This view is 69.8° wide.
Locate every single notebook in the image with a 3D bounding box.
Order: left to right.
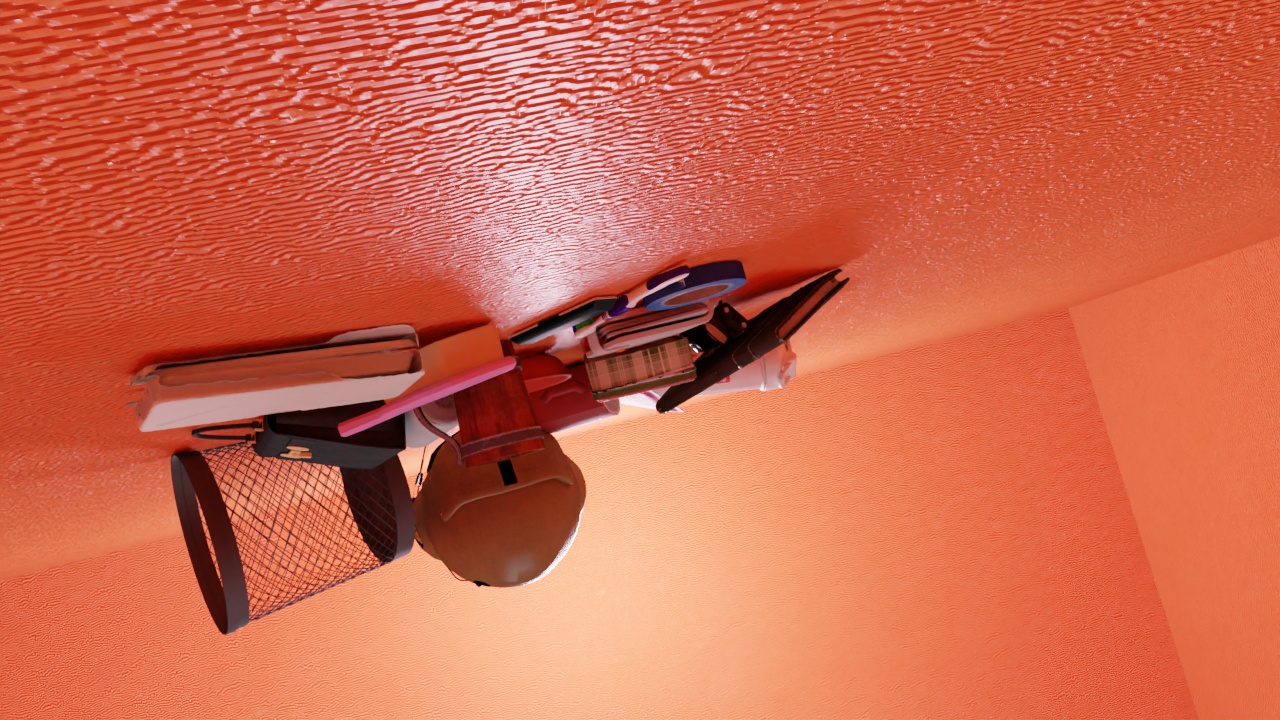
[{"bbox_3d":[0.122,-0.023,1.018,0.210,0.029,0.169,-30,-171,46],"label":"notebook"}]

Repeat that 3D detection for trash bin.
[{"bbox_3d":[-0.423,0.189,1.129,0.226,0.217,0.218,-15,175,-34],"label":"trash bin"}]

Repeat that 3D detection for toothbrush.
[{"bbox_3d":[-0.013,-0.052,0.820,0.015,0.016,0.187,-10,170,-36],"label":"toothbrush"}]

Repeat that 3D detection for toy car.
[{"bbox_3d":[0.079,-0.033,1.020,0.092,0.040,0.037,-28,-153,55],"label":"toy car"}]

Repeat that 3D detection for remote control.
[{"bbox_3d":[-0.073,-0.035,0.844,0.124,0.011,0.028,-20,172,41],"label":"remote control"}]

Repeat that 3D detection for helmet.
[{"bbox_3d":[-0.193,0.181,1.262,0.250,0.255,0.233,-14,177,-18],"label":"helmet"}]

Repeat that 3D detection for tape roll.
[{"bbox_3d":[0.048,-0.067,0.826,0.092,0.016,0.092,-11,172,-34],"label":"tape roll"}]

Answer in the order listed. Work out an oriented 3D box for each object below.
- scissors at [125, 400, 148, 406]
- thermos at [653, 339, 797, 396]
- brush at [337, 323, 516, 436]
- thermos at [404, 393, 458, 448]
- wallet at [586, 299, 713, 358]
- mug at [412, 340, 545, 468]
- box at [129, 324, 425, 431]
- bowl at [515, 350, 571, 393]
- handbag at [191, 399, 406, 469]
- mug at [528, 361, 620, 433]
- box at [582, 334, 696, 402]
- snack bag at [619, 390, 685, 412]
[{"bbox_3d":[-0.298,0.015,0.751,0.179,0.015,0.198,-15,174,2],"label":"scissors"},{"bbox_3d":[0.112,0.011,1.323,0.220,0.099,0.099,-10,174,-1],"label":"thermos"},{"bbox_3d":[-0.210,0.023,0.830,0.229,0.043,0.089,-20,-178,40],"label":"brush"},{"bbox_3d":[-0.237,0.056,1.022,0.077,0.065,0.207,2,167,-22],"label":"thermos"},{"bbox_3d":[0.010,-0.036,0.908,0.118,0.037,0.115,-14,177,-27],"label":"wallet"},{"bbox_3d":[-0.163,0.047,0.903,0.117,0.111,0.081,-15,174,-2],"label":"mug"},{"bbox_3d":[-0.260,0.013,0.676,0.198,0.067,0.084,-8,-170,-39],"label":"box"},{"bbox_3d":[-0.140,0.016,1.032,0.122,0.035,0.122,-15,174,-2],"label":"bowl"},{"bbox_3d":[-0.370,0.074,0.979,0.195,0.072,0.176,1,167,-27],"label":"handbag"},{"bbox_3d":[-0.093,0.045,1.211,0.097,0.080,0.116,-17,167,15],"label":"mug"},{"bbox_3d":[-0.006,0.006,1.045,0.117,0.050,0.205,-16,-176,-5],"label":"box"},{"bbox_3d":[-0.022,0.048,1.292,0.070,0.016,0.197,35,164,-33],"label":"snack bag"}]
